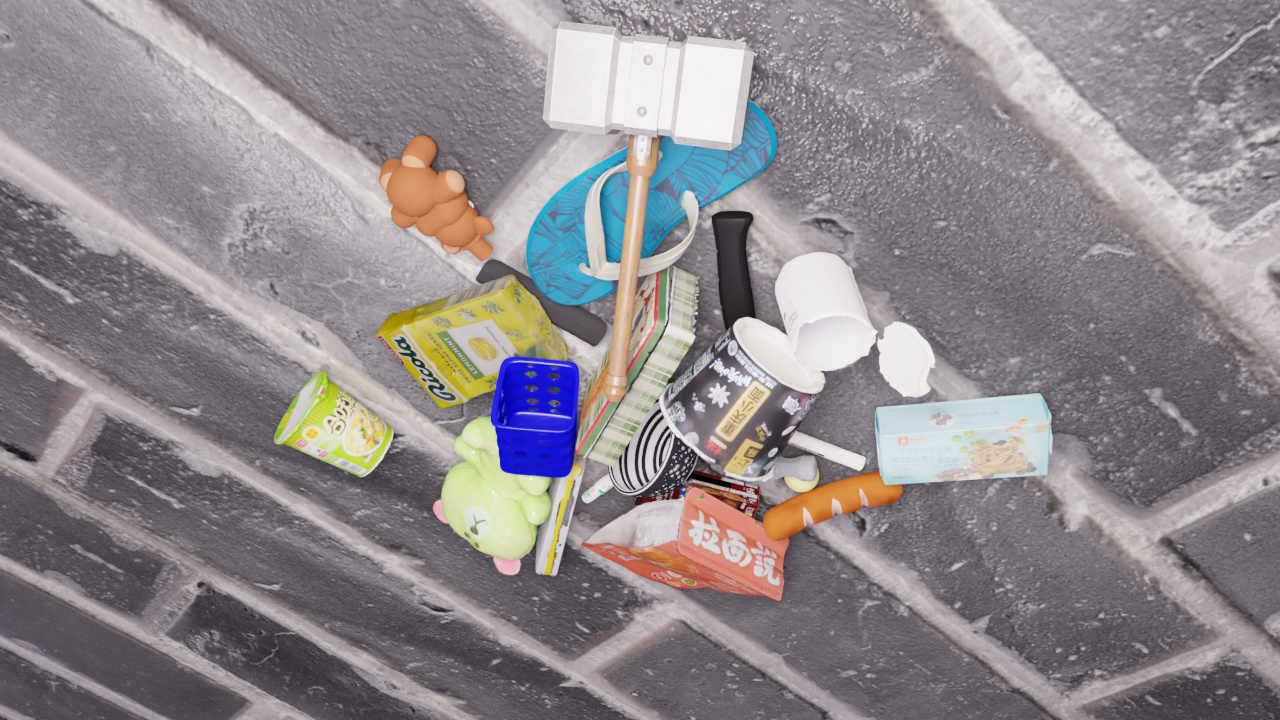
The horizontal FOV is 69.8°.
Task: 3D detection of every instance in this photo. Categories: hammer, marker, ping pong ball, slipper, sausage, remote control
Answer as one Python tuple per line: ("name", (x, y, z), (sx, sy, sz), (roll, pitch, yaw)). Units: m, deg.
("hammer", (-0.005, -0.114, 0.795), (0.163, 0.082, 0.318), (9, 105, 6))
("marker", (0.192, 0.094, 1.037), (0.133, 0.017, 0.020), (21, 144, -6))
("ping pong ball", (0.185, 0.131, 1.053), (0.040, 0.040, 0.040), (5, 128, 6))
("slipper", (-0.004, -0.141, 0.865), (0.296, 0.060, 0.118), (-32, 112, 28))
("hammer", (0.109, -0.004, 0.958), (0.127, 0.029, 0.324), (1, 123, 19))
("sausage", (0.220, 0.164, 1.056), (0.164, 0.044, 0.039), (-20, 146, 5))
("marker", (-0.021, 0.133, 1.106), (0.017, 0.017, 0.146), (38, 124, -18))
("remote control", (-0.104, -0.060, 0.972), (0.147, 0.015, 0.033), (29, 127, -13))

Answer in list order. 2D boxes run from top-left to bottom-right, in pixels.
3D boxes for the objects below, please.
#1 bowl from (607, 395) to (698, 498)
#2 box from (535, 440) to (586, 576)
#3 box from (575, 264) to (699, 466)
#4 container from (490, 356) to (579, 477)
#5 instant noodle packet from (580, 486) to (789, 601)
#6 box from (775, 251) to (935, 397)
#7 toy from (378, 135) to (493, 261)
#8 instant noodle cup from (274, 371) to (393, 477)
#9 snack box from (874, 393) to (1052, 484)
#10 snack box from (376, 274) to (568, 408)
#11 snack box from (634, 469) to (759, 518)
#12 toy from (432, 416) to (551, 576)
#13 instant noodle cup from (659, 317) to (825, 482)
("bowl", (0.024, 0.097, 1.015), (0.066, 0.120, 0.120), (21, 131, -32))
("box", (-0.101, 0.183, 1.131), (0.037, 0.064, 0.210), (11, 129, -8))
("box", (-0.006, 0.006, 0.943), (0.051, 0.117, 0.206), (22, 130, -10))
("container", (-0.109, 0.063, 0.972), (0.084, 0.085, 0.114), (6, 148, -1))
("instant noodle packet", (0.046, 0.243, 1.123), (0.164, 0.083, 0.222), (30, 146, -25))
("box", (0.198, -0.032, 0.859), (0.126, 0.155, 0.085), (4, 132, -7))
("toy", (-0.193, -0.151, 0.899), (0.095, 0.065, 0.127), (-23, 129, 34))
("instant noodle cup", (-0.358, 0.082, 1.085), (0.099, 0.098, 0.108), (-34, 123, 30))
("snack box", (0.342, 0.085, 0.983), (0.175, 0.053, 0.075), (-6, 125, 13))
("snack box", (-0.178, -0.017, 0.989), (0.181, 0.045, 0.121), (-16, 126, 28))
("snack box", (0.068, 0.163, 1.104), (0.141, 0.031, 0.051), (14, 128, -1))
("toy", (-0.168, 0.153, 1.098), (0.150, 0.107, 0.197), (37, 136, 6))
("instant noodle cup", (0.104, 0.032, 0.892), (0.137, 0.137, 0.112), (28, 118, -12))
